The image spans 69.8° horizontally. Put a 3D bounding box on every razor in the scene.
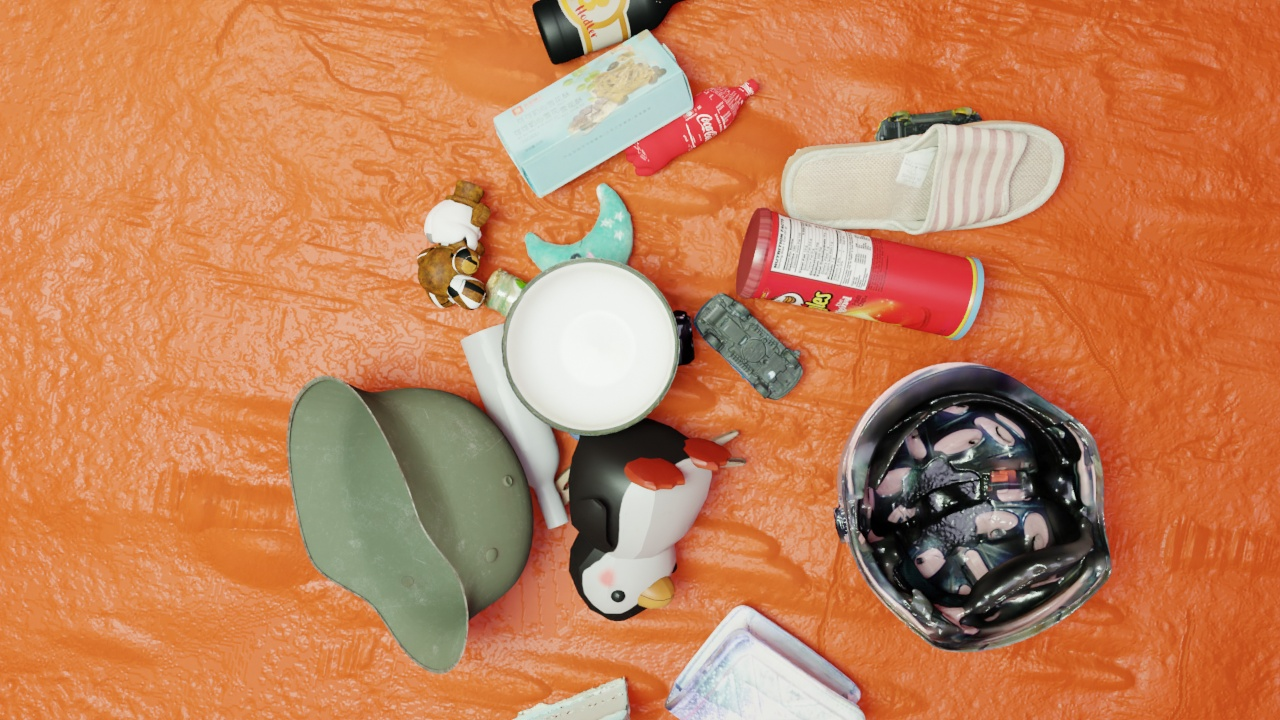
[{"bbox_3d":[-0.005,0.005,0.879,0.140,0.053,0.063,-40,87,1],"label":"razor"}]

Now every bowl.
[{"bbox_3d":[-0.042,-0.011,0.818,0.153,0.073,0.153,0,89,4],"label":"bowl"}]

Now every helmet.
[{"bbox_3d":[0.290,0.124,0.846,0.230,0.152,0.255,-29,92,2],"label":"helmet"},{"bbox_3d":[-0.183,0.131,0.814,0.153,0.228,0.267,-14,81,-43],"label":"helmet"}]

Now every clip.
[{"bbox_3d":[0.073,0.096,0.901,0.061,0.026,0.049,38,92,-2],"label":"clip"},{"bbox_3d":[-0.075,0.120,0.897,0.049,0.026,0.061,6,99,2],"label":"clip"}]

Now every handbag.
[{"bbox_3d":[0.122,0.331,0.895,0.158,0.069,0.127,35,105,-3],"label":"handbag"}]

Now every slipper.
[{"bbox_3d":[0.266,-0.169,0.862,0.263,0.052,0.115,-4,120,2],"label":"slipper"}]

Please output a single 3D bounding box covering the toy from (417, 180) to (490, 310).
[{"bbox_3d":[-0.172,-0.109,0.857,0.067,0.087,0.112,27,76,-42],"label":"toy"}]

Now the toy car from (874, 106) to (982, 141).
[{"bbox_3d":[0.281,-0.218,0.891,0.107,0.030,0.049,-2,94,0],"label":"toy car"}]

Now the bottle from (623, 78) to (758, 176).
[{"bbox_3d":[0.050,-0.226,0.875,0.141,0.042,0.042,-32,93,-1],"label":"bottle"}]

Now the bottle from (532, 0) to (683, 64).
[{"bbox_3d":[-0.007,-0.336,0.860,0.181,0.059,0.059,-21,93,-1],"label":"bottle"}]

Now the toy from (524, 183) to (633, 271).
[{"bbox_3d":[-0.053,-0.112,0.883,0.105,0.033,0.085,-32,83,0],"label":"toy"}]

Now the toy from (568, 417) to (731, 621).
[{"bbox_3d":[-0.017,0.150,0.853,0.140,0.158,0.184,27,116,34],"label":"toy"}]

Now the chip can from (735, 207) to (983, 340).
[{"bbox_3d":[0.204,-0.080,0.867,0.213,0.087,0.087,12,92,-4],"label":"chip can"}]

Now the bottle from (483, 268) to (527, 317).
[{"bbox_3d":[-0.096,-0.047,0.878,0.111,0.043,0.043,27,91,-1],"label":"bottle"}]

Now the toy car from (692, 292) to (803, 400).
[{"bbox_3d":[0.104,-0.015,0.886,0.120,0.043,0.056,43,90,-7],"label":"toy car"}]

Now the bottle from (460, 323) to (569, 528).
[{"bbox_3d":[-0.112,0.064,0.870,0.052,0.052,0.195,-21,89,-1],"label":"bottle"}]

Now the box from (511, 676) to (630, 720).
[{"bbox_3d":[-0.102,0.359,0.848,0.197,0.136,0.044,-20,88,-1],"label":"box"}]

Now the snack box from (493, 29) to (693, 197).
[{"bbox_3d":[-0.044,-0.229,0.852,0.174,0.053,0.075,-30,55,-1],"label":"snack box"}]

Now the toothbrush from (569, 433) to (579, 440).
[{"bbox_3d":[-0.009,0.096,0.903,0.135,0.017,0.021,25,95,-6],"label":"toothbrush"}]
